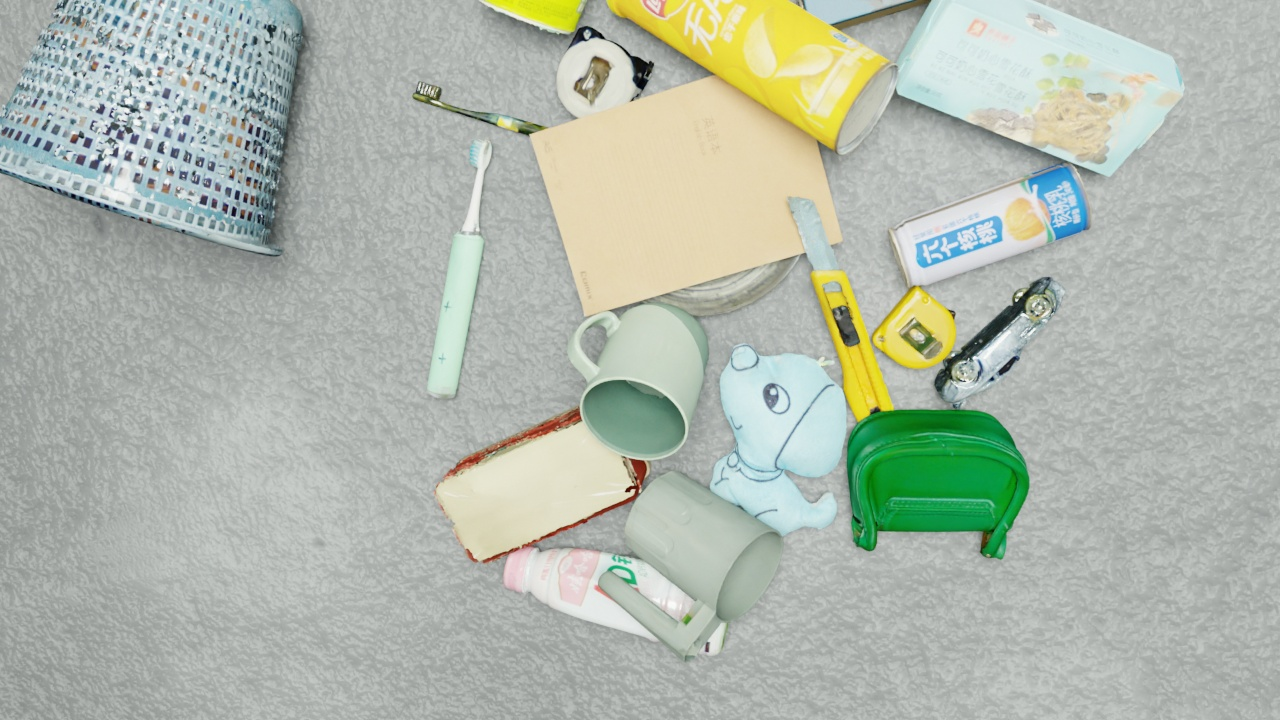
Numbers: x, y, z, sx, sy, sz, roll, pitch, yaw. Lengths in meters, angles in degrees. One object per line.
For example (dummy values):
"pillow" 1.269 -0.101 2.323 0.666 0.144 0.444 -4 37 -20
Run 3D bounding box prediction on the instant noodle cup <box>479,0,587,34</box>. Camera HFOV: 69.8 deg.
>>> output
"instant noodle cup" -0.068 -0.313 0.675 0.112 0.111 0.124 24 112 4

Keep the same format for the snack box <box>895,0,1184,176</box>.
"snack box" 0.271 -0.197 0.633 0.175 0.051 0.074 19 141 -5

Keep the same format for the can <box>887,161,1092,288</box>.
"can" 0.258 -0.099 0.684 0.135 0.053 0.053 -19 98 13

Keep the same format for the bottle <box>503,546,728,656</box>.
"bottle" -0.021 0.200 0.793 0.197 0.068 0.068 10 103 11

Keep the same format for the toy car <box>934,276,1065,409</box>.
"toy car" 0.274 -0.013 0.700 0.037 0.054 0.121 42 104 2

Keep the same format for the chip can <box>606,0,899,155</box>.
"chip can" 0.076 -0.231 0.651 0.213 0.072 0.072 38 106 17

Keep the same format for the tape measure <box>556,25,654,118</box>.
"tape measure" -0.032 -0.219 0.721 0.066 0.033 0.066 31 105 4

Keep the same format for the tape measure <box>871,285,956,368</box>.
"tape measure" 0.218 -0.022 0.721 0.057 0.028 0.060 38 106 0

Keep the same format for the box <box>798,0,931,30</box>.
"box" 0.198 -0.298 0.650 0.184 0.061 0.090 -15 100 14

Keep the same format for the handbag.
"handbag" 0.230 0.101 0.720 0.131 0.067 0.120 -2 114 8

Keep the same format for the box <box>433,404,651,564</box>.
"box" -0.085 0.101 0.777 0.168 0.076 0.091 -25 97 14

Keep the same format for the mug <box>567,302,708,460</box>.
"mug" -0.004 0.004 0.714 0.111 0.106 0.082 35 131 -13

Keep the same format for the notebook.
"notebook" 0.034 -0.134 0.712 0.212 0.012 0.149 -15 100 9

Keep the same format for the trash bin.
"trash bin" -0.361 -0.207 0.706 0.226 0.226 0.195 20 92 5

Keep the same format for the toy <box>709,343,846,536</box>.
"toy" 0.115 0.064 0.748 0.161 0.049 0.156 43 110 -3

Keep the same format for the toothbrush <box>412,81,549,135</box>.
"toothbrush" -0.099 -0.195 0.750 0.186 0.012 0.017 18 93 6

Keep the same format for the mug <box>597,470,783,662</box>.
"mug" 0.037 0.161 0.735 0.103 0.084 0.123 31 70 35

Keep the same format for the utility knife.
"utility knife" 0.157 -0.031 0.718 0.033 0.015 0.215 -21 108 9

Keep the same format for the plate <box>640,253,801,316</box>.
"plate" 0.046 -0.124 0.731 0.179 0.024 0.179 1 102 6

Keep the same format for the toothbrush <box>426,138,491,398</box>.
"toothbrush" -0.151 -0.074 0.777 0.027 0.026 0.225 21 106 28
